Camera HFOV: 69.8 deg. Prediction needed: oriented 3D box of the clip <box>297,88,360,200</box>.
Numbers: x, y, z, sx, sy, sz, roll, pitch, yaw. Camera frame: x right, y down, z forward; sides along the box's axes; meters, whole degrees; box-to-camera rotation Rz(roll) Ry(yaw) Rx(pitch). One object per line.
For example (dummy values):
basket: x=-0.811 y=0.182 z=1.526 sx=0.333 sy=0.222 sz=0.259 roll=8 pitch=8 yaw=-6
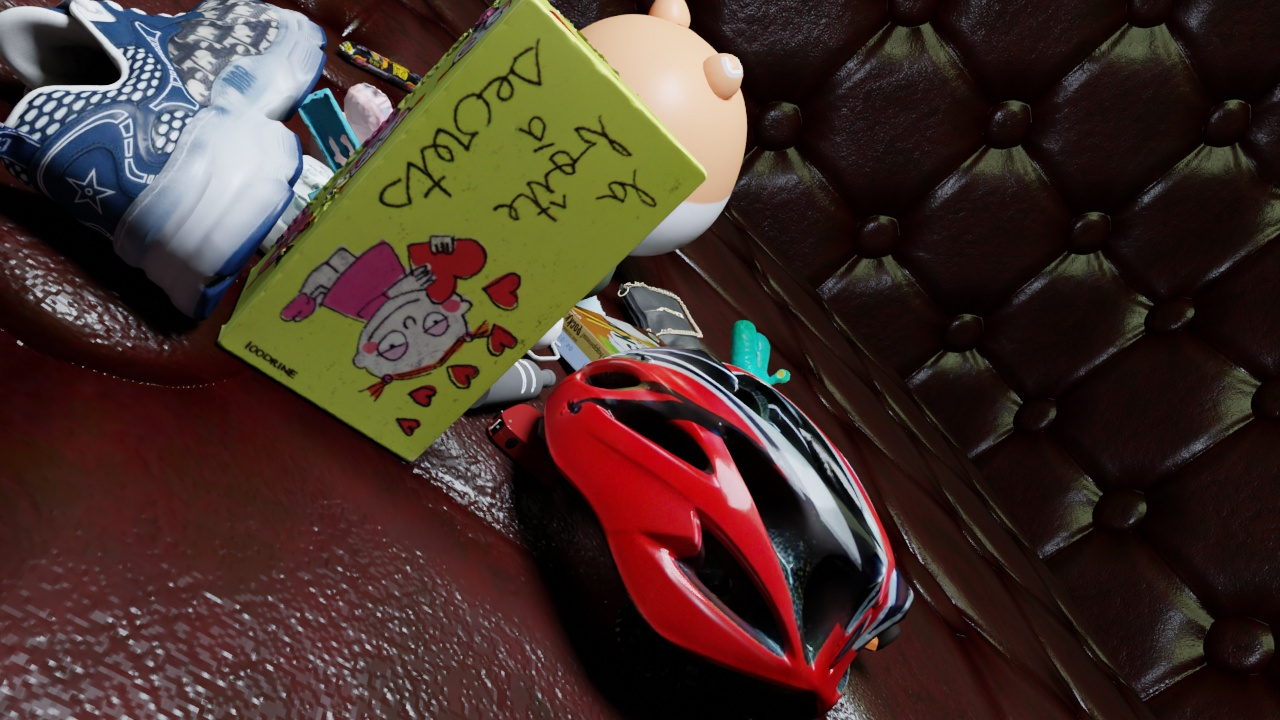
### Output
clip: x=-0.171 y=-0.107 z=0.565 sx=0.120 sy=0.027 sz=0.103 roll=64 pitch=10 yaw=-61

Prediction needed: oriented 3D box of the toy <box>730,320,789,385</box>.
toy: x=0.104 y=0.057 z=0.870 sx=0.130 sy=0.072 sz=0.193 roll=37 pitch=55 yaw=-58

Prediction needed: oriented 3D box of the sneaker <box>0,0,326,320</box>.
sneaker: x=-0.246 y=-0.140 z=0.463 sx=0.132 sy=0.103 sz=0.269 roll=29 pitch=27 yaw=-34

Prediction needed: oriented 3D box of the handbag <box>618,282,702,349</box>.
handbag: x=0.019 y=-0.037 z=1.004 sx=0.079 sy=0.054 sz=0.128 roll=19 pitch=35 yaw=-40

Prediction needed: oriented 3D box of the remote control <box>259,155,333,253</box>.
remote control: x=-0.201 y=-0.088 z=0.563 sx=0.060 sy=0.028 sz=0.114 roll=39 pitch=18 yaw=-29

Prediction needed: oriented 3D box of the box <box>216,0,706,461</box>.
box: x=-0.089 y=-0.066 z=0.459 sx=0.124 sy=0.221 sz=0.080 roll=42 pitch=18 yaw=-29

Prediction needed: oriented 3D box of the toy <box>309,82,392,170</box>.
toy: x=-0.178 y=-0.135 z=0.622 sx=0.108 sy=0.105 sz=0.053 roll=45 pitch=51 yaw=3

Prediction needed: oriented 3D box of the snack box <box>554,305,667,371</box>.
snack box: x=-0.005 y=0.005 z=0.828 sx=0.101 sy=0.032 sz=0.185 roll=45 pitch=13 yaw=25

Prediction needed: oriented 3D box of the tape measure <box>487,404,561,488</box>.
tape measure: x=-0.071 y=0.050 z=0.600 sx=0.059 sy=0.019 sz=0.051 roll=44 pitch=16 yaw=-17

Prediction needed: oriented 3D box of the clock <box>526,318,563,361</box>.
clock: x=-0.110 y=-0.052 z=0.683 sx=0.137 sy=0.048 sz=0.096 roll=52 pitch=16 yaw=12

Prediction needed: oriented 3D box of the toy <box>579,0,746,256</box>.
toy: x=-0.001 y=-0.263 z=1.055 sx=0.265 sy=0.282 sz=0.262 roll=-2 pitch=49 yaw=-44

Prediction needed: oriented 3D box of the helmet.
helmet: x=0.042 y=0.093 z=0.572 sx=0.217 sy=0.167 sz=0.272 roll=49 pitch=0 yaw=-45

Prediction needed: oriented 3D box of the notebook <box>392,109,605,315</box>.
notebook: x=-0.131 y=-0.128 z=0.876 sx=0.253 sy=0.009 sz=0.181 roll=32 pitch=23 yaw=-45

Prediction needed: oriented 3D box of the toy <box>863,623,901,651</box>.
toy: x=0.158 y=0.176 z=0.792 sx=0.176 sy=0.096 sz=0.112 roll=60 pitch=21 yaw=-7

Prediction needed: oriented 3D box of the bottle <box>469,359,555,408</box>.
bottle: x=-0.087 y=0.014 z=0.622 sx=0.030 sy=0.030 sz=0.112 roll=52 pitch=16 yaw=12

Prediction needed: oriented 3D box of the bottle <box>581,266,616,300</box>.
bottle: x=-0.056 y=-0.092 z=0.811 sx=0.071 sy=0.071 sz=0.206 roll=46 pitch=11 yaw=-9

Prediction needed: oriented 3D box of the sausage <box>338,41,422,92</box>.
sausage: x=-0.251 y=-0.291 z=0.926 sx=0.020 sy=0.020 sz=0.155 roll=53 pitch=16 yaw=16
